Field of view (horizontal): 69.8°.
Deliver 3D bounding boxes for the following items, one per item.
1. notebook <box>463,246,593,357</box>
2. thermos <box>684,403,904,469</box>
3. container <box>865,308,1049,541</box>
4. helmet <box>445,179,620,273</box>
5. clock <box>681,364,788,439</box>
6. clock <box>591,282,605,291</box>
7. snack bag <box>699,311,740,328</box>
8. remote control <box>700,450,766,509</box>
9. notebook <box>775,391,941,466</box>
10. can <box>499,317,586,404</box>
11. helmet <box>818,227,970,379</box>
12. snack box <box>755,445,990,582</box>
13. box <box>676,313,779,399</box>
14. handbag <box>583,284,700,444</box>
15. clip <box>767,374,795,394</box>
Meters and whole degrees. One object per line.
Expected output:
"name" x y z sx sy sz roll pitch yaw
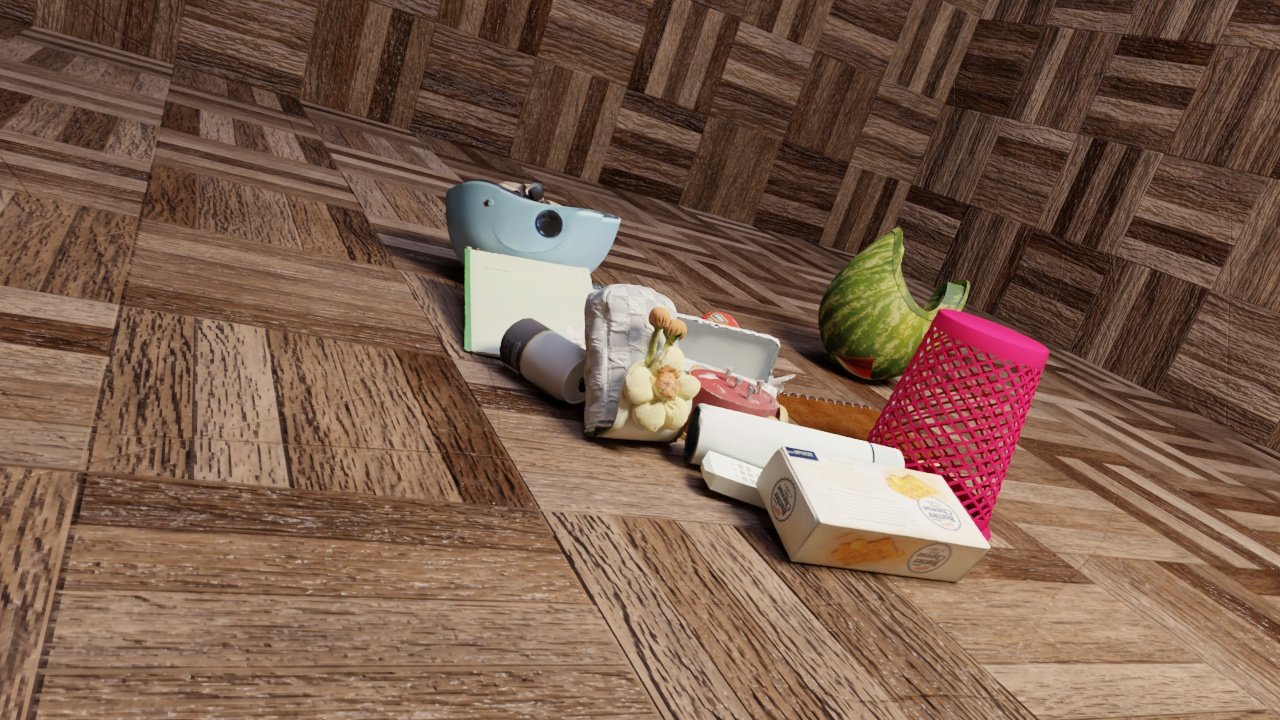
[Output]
"notebook" -0.142 -0.070 1.207 0.181 0.010 0.252 8 33 -16
"thermos" 0.165 0.102 0.988 0.230 0.068 0.068 13 17 -6
"container" 0.363 0.067 1.065 0.183 0.226 0.183 17 16 -5
"helmet" -0.167 -0.188 1.404 0.265 0.167 0.225 5 9 -10
"clock" 0.117 0.060 1.072 0.159 0.081 0.117 23 16 13
"clock" -0.074 -0.083 1.376 0.118 0.057 0.083 3 23 -45
"snack bag" 0.125 -0.017 1.361 0.082 0.082 0.176 16 17 -9
"remote control" 0.127 0.134 0.937 0.143 0.024 0.049 20 19 -12
"notebook" 0.284 0.094 1.259 0.225 0.024 0.167 10 19 -31
"can" -0.100 0.002 1.045 0.127 0.064 0.064 30 19 34
"helmet" 0.428 -0.080 1.619 0.213 0.248 0.242 34 55 -10
"snack box" 0.225 0.151 0.894 0.207 0.058 0.104 12 32 -24
"box" 0.076 -0.012 1.191 0.216 0.109 0.108 18 -20 -6
"handbag" 0.001 -0.003 0.979 0.112 0.171 0.124 7 -18 -35
"clip" 0.203 0.036 1.354 0.054 0.038 0.101 10 14 16
